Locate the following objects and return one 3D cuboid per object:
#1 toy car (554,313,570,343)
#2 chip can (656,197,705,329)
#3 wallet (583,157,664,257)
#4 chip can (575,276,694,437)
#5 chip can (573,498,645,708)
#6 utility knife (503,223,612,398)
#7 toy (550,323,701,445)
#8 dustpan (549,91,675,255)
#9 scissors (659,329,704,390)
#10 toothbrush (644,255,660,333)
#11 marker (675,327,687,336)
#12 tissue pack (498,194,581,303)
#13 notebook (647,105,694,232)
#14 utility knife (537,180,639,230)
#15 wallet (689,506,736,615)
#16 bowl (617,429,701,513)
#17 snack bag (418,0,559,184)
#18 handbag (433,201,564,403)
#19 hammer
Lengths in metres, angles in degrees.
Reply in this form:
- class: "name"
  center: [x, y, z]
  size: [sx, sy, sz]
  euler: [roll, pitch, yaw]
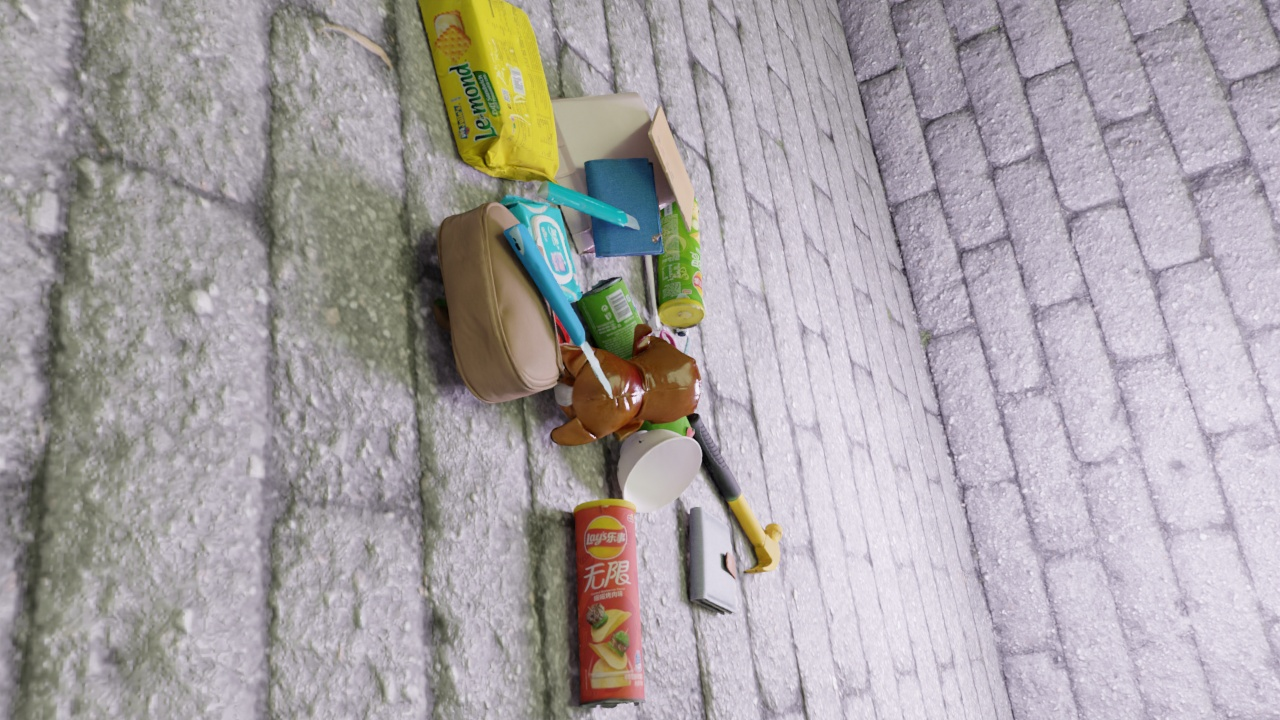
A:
- class: "toy car"
  center: [-0.109, -0.022, 1.077]
  size: [0.049, 0.031, 0.106]
  euler: [62, 27, -20]
- class: "chip can"
  center: [0.059, -0.159, 1.420]
  size: [0.072, 0.073, 0.220]
  euler: [37, 44, -48]
- class: "wallet"
  center: [-0.021, -0.207, 1.247]
  size: [0.106, 0.040, 0.133]
  euler: [-7, 90, -26]
- class: "chip can"
  center: [-0.007, 0.007, 1.200]
  size: [0.236, 0.072, 0.072]
  euler: [65, 28, -13]
- class: "chip can"
  center: [-0.036, 0.263, 0.999]
  size: [0.073, 0.073, 0.216]
  euler: [32, 48, -51]
- class: "utility knife"
  center: [-0.079, -0.048, 0.955]
  size: [0.218, 0.018, 0.034]
  euler: [60, 17, -23]
- class: "toy"
  center: [-0.027, 0.030, 1.084]
  size: [0.199, 0.131, 0.140]
  euler: [-12, 100, -45]
- class: "dustpan"
  center: [-0.063, -0.273, 1.334]
  size: [0.272, 0.139, 0.222]
  euler: [-23, 97, -34]
- class: "scissors"
  center: [0.061, 0.009, 1.353]
  size: [0.134, 0.017, 0.133]
  euler: [50, 36, -34]
- class: "toothbrush"
  center: [0.012, -0.121, 1.376]
  size: [0.016, 0.016, 0.179]
  euler: [34, 43, -52]
- class: "marker"
  center: [0.058, -0.097, 1.442]
  size: [0.022, 0.018, 0.130]
  euler: [13, 59, -30]
- class: "tissue pack"
  center: [-0.123, -0.130, 1.091]
  size: [0.093, 0.050, 0.133]
  euler: [-9, 82, -61]
- class: "notebook"
  center: [0.047, -0.281, 1.325]
  size: [0.207, 0.008, 0.148]
  euler: [-80, 149, -65]
- class: "utility knife"
  center: [-0.064, -0.195, 1.174]
  size: [0.175, 0.013, 0.029]
  euler: [14, 68, -42]
- class: "wallet"
  center: [0.104, 0.281, 1.280]
  size: [0.106, 0.037, 0.129]
  euler: [37, 43, -46]
- class: "bowl"
  center: [0.012, 0.126, 1.155]
  size: [0.065, 0.118, 0.118]
  euler: [45, 7, 40]
- class: "snack bag"
  center: [-0.172, -0.334, 1.107]
  size: [0.157, 0.068, 0.246]
  euler: [-7, 81, -62]
- class: "handbag"
  center: [-0.149, -0.055, 0.958]
  size: [0.147, 0.100, 0.204]
  euler: [23, 54, -65]
- class: "hammer"
  center: [0.141, 0.205, 1.397]
  size: [0.301, 0.033, 0.128]
  euler: [60, 29, -23]
